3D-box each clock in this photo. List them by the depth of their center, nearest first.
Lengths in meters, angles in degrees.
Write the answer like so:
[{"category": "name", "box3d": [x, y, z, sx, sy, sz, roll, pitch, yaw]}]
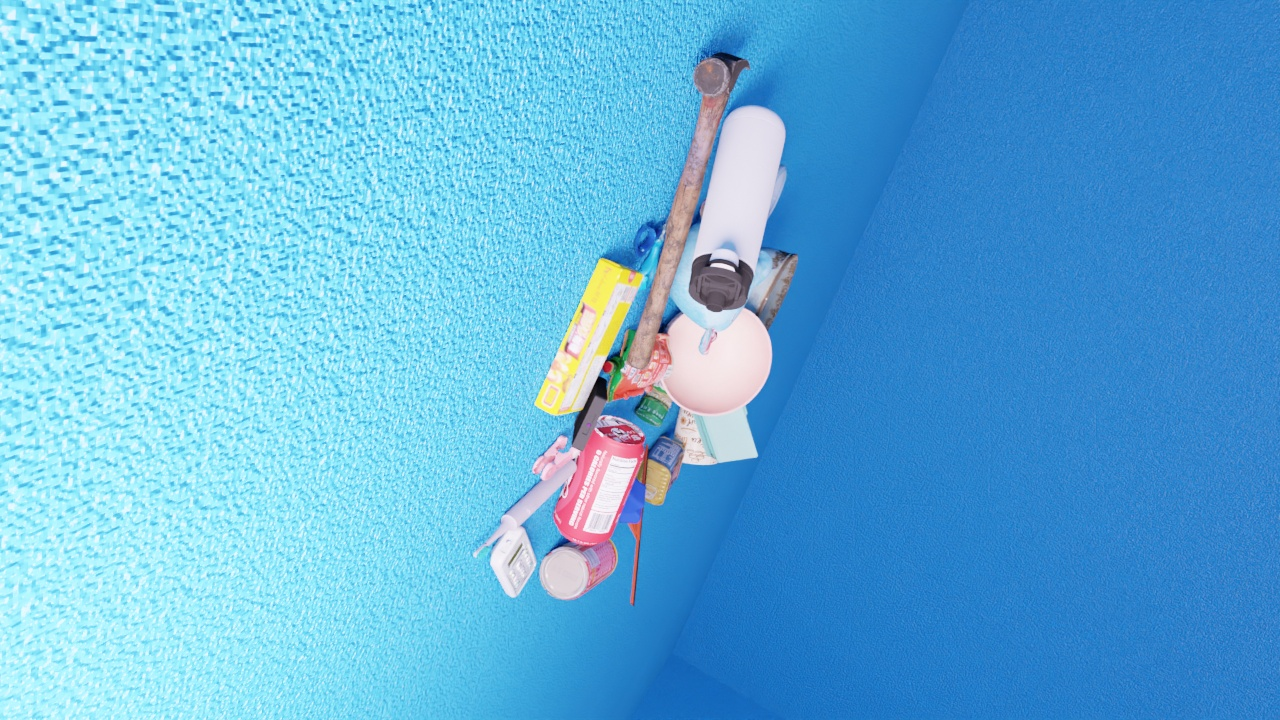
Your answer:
[{"category": "clock", "box3d": [0.148, -0.212, 1.178, 0.088, 0.052, 0.125, -60, 165, -19]}]

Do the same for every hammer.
[{"category": "hammer", "box3d": [0.042, -0.142, 0.924, 0.119, 0.033, 0.331, -47, 157, -61]}]

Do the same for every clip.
[{"category": "clip", "box3d": [-0.091, 0.098, 0.956, 0.060, 0.043, 0.023, -21, 141, -28]}]

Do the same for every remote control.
[{"category": "remote control", "box3d": [-0.051, 0.051, 0.929, 0.133, 0.013, 0.058, -106, -139, -81]}, {"category": "remote control", "box3d": [-0.138, 0.215, 0.984, 0.050, 0.022, 0.133, -56, 164, -24]}]

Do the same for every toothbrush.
[{"category": "toothbrush", "box3d": [-0.118, 0.151, 0.946, 0.187, 0.019, 0.018, -41, 152, -57]}]

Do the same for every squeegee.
[{"category": "squeegee", "box3d": [-0.021, 0.182, 1.256, 0.185, 0.055, 0.248, 81, 12, -54]}]

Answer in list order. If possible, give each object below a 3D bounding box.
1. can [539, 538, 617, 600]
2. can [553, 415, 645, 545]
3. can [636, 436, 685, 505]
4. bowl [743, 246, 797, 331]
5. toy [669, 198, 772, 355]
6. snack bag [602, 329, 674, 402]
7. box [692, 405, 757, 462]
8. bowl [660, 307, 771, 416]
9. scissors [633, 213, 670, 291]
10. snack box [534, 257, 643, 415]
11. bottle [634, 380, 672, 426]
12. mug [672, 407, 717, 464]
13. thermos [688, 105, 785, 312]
[{"category": "can", "box3d": [-0.078, 0.266, 1.196, 0.067, 0.067, 0.124, -65, 166, 6]}, {"category": "can", "box3d": [-0.048, 0.140, 1.063, 0.074, 0.074, 0.143, -32, 146, -64]}, {"category": "can", "box3d": [0.030, 0.174, 1.448, 0.058, 0.054, 0.100, -53, 163, -43]}, {"category": "bowl", "box3d": [0.142, -0.094, 1.281, 0.159, 0.094, 0.160, -57, 165, -25]}, {"category": "toy", "box3d": [0.094, -0.105, 1.062, 0.180, 0.115, 0.183, -50, 140, -64]}, {"category": "snack bag", "box3d": [-0.006, 0.006, 1.057, 0.155, 0.044, 0.087, -7, 117, -68]}, {"category": "box", "box3d": [0.128, 0.068, 1.382, 0.077, 0.092, 0.188, -49, 134, -38]}, {"category": "bowl", "box3d": [0.085, -0.009, 1.185, 0.153, 0.153, 0.076, -65, -160, 6]}, {"category": "scissors", "box3d": [0.021, -0.134, 0.942, 0.130, 0.014, 0.117, -63, 165, -1]}, {"category": "snack box", "box3d": [-0.048, -0.022, 0.876, 0.152, 0.025, 0.075, -65, 166, 8]}, {"category": "bottle", "box3d": [0.034, 0.034, 1.235, 0.109, 0.043, 0.043, -60, 166, -12]}, {"category": "mug", "box3d": [0.089, 0.109, 1.506, 0.122, 0.081, 0.097, -136, -129, -78]}, {"category": "thermos", "box3d": [0.100, -0.162, 0.937, 0.101, 0.068, 0.229, 92, 11, -67]}]
